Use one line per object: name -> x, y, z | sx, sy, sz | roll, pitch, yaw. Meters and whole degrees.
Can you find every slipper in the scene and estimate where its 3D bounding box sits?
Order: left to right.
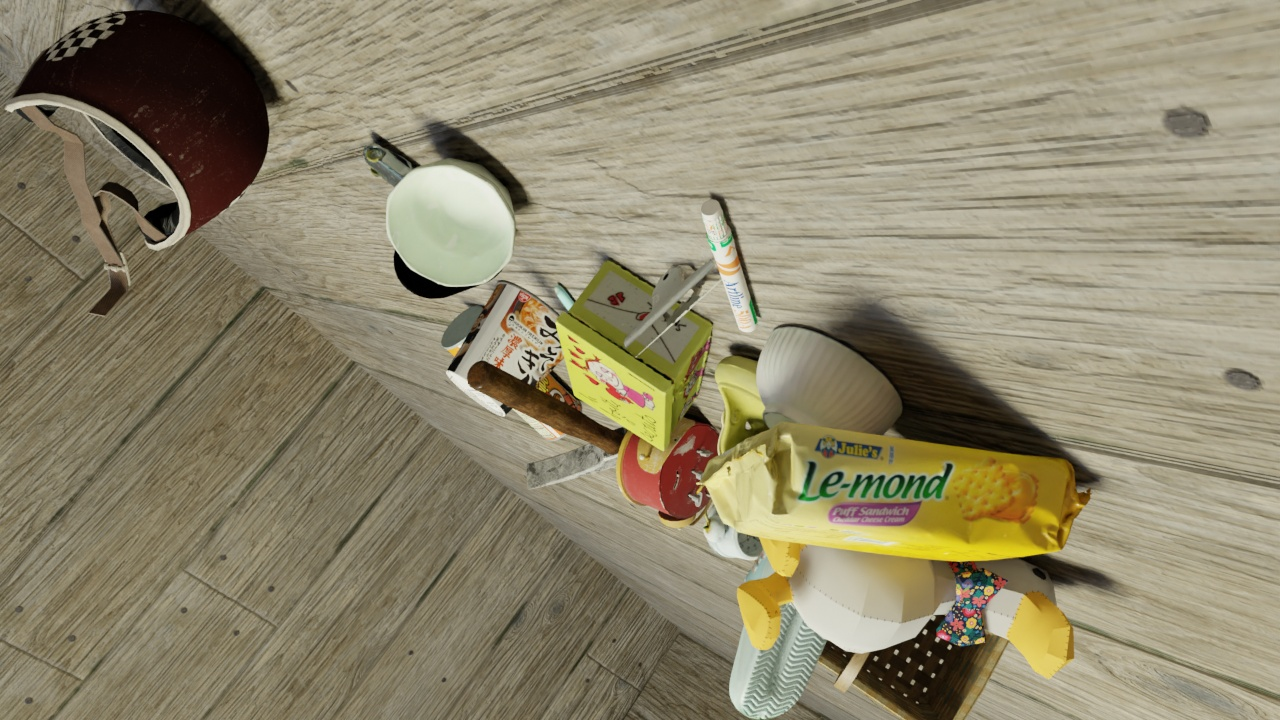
slipper -> 0.116, 0.074, 0.833 | 0.092, 0.081, 0.190 | 17, 154, 42
slipper -> 0.149, 0.242, 0.936 | 0.104, 0.245, 0.074 | 22, 178, -28

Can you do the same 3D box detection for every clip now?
clip -> 0.023, -0.052, 0.724 | 0.046, 0.102, 0.056 | 39, -153, -20

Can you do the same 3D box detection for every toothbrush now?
toothbrush -> -0.055, -0.026, 1.018 | 0.016, 0.016, 0.181 | 25, 159, 36

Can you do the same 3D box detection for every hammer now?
hammer -> -0.122, 0.075, 1.052 | 0.218, 0.037, 0.300 | -19, 151, 25

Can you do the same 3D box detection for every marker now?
marker -> 0.065, -0.065, 0.664 | 0.017, 0.017, 0.145 | 27, 161, 29

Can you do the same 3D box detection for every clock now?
clock -> 0.049, 0.131, 1.057 | 0.081, 0.116, 0.159 | 15, 146, 43
clock -> 0.122, 0.211, 1.191 | 0.117, 0.083, 0.057 | 42, 158, -29

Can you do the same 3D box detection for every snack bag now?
snack bag -> 0.175, 0.101, 0.656 | 0.247, 0.068, 0.160 | 9, 163, -8

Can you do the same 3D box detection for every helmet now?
helmet -> -0.515, -0.229, 0.957 | 0.234, 0.252, 0.233 | -6, 135, 31

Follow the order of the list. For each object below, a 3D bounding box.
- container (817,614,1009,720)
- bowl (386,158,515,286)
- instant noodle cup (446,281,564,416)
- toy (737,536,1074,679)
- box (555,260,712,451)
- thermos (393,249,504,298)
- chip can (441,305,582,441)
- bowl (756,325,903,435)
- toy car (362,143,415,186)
container -> 0.257, 0.284, 0.999 | 0.250, 0.157, 0.186 | 31, 174, 18
bowl -> -0.164, -0.131, 0.827 | 0.117, 0.118, 0.061 | 42, -153, -18
instant noodle cup -> -0.158, -0.008, 1.085 | 0.123, 0.121, 0.124 | 33, 163, 11
toy -> 0.218, 0.182, 0.797 | 0.267, 0.141, 0.246 | 4, -159, -18
box -> -0.005, 0.005, 0.890 | 0.124, 0.081, 0.221 | 33, 162, 9
thermos -> -0.207, -0.111, 0.964 | 0.086, 0.086, 0.199 | 42, 163, -18
chip can -> -0.177, 0.021, 1.284 | 0.215, 0.075, 0.075 | 47, 161, -31
bowl -> 0.136, 0.034, 0.712 | 0.118, 0.062, 0.118 | 33, 163, 11
toy car -> -0.241, -0.187, 0.926 | 0.090, 0.027, 0.039 | 37, 160, 2
